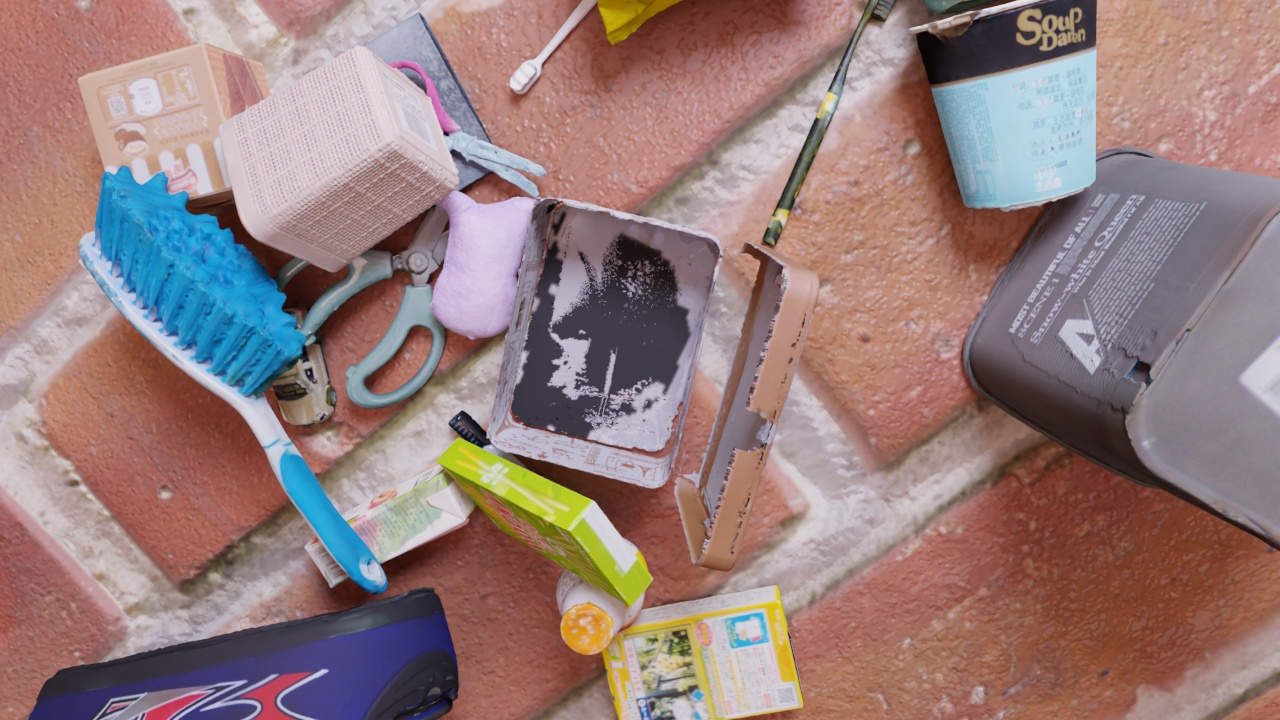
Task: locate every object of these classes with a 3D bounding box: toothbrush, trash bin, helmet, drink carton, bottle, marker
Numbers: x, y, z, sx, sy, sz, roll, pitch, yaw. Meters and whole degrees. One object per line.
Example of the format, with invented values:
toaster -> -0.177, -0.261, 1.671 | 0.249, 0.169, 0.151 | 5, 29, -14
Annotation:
toothbrush -> 0.128, -0.164, 0.623 | 0.017, 0.012, 0.186 | 21, 101, -9
trash bin -> 0.330, -0.007, 0.526 | 0.198, 0.219, 0.199 | 30, 103, 1
helmet -> -0.259, 0.301, 0.619 | 0.316, 0.247, 0.240 | -17, 80, 16
toothbrush -> -0.028, -0.252, 0.621 | 0.016, 0.016, 0.180 | 42, 100, -6
drink carton -> -0.181, 0.121, 0.683 | 0.122, 0.053, 0.045 | -27, 98, 10
bottle -> -0.029, 0.166, 0.647 | 0.063, 0.108, 0.063 | 1, 99, 6
marker -> -0.090, 0.085, 0.684 | 0.130, 0.023, 0.018 | 42, 67, -1

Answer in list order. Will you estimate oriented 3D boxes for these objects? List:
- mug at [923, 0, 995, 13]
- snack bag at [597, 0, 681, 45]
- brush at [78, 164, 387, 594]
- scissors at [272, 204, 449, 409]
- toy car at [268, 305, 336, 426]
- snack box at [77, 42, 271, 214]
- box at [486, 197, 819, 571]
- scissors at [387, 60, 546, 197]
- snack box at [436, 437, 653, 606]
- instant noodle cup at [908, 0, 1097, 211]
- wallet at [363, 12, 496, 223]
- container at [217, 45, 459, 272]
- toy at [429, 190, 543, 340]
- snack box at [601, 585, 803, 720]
mug -> 0.215, -0.280, 0.566 | 0.111, 0.082, 0.106 | -20, 98, -23
snack bag -> 0.021, -0.338, 0.568 | 0.158, 0.068, 0.246 | -14, 93, 6
brush -> -0.253, 0.021, 0.613 | 0.110, 0.060, 0.314 | -40, 97, 25
scissors -> -0.171, -0.038, 0.664 | 0.179, 0.019, 0.161 | -32, 112, -6
toy car -> -0.257, 0.006, 0.681 | 0.042, 0.035, 0.090 | -10, 101, 8
snack box -> -0.310, -0.155, 0.636 | 0.093, 0.077, 0.094 | -12, 98, 7
box -> -0.013, -0.001, 0.579 | 0.157, 0.217, 0.181 | 13, 103, -9
scissors -> -0.129, -0.145, 0.637 | 0.137, 0.017, 0.072 | 34, 105, -7
snack box -> -0.067, 0.105, 0.615 | 0.026, 0.156, 0.086 | -49, 129, -22
instant noodle cup -> 0.232, -0.160, 0.572 | 0.111, 0.111, 0.120 | -12, 106, 8
wallet -> -0.166, -0.168, 0.650 | 0.097, 0.019, 0.121 | -27, 97, 12
container -> -0.187, -0.129, 0.584 | 0.111, 0.090, 0.090 | -27, 70, 14
toy -> -0.115, -0.067, 0.648 | 0.083, 0.039, 0.108 | 6, 106, -19
snack box -> 0.045, 0.226, 0.689 | 0.140, 0.033, 0.087 | -13, 98, 6
